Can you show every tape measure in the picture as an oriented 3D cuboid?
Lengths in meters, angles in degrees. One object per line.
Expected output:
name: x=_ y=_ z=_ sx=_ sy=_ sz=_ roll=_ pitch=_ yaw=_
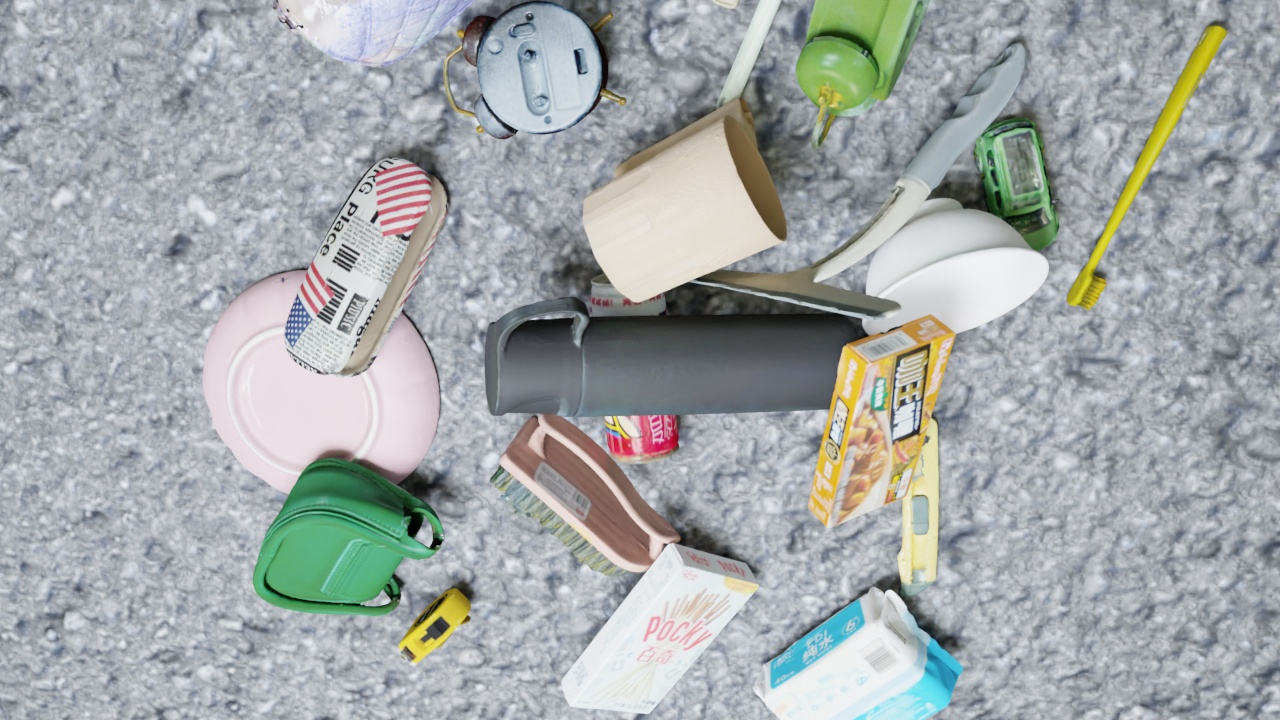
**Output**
tape measure: x=-0.162 y=0.214 z=0.745 sx=0.057 sy=0.060 sz=0.029 roll=-41 pitch=96 yaw=11

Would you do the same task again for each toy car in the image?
toy car: x=0.249 y=-0.112 z=0.605 sx=0.043 sy=0.036 sz=0.091 roll=-16 pitch=108 yaw=10

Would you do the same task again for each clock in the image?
clock: x=-0.074 y=-0.192 z=0.612 sx=0.122 sy=0.055 sz=0.082 roll=-6 pitch=106 yaw=10
clock: x=0.137 y=-0.204 z=0.551 sx=0.056 sy=0.116 sz=0.161 roll=22 pitch=105 yaw=12

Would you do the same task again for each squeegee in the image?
squeegee: x=0.163 y=-0.109 z=0.575 sx=0.246 sy=0.247 sz=0.039 roll=-43 pitch=112 yaw=-10

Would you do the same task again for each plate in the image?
plate: x=-0.254 y=0.028 z=0.710 sx=0.192 sy=0.039 sz=0.192 roll=2 pitch=107 yaw=7

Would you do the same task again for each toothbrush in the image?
toothbrush: x=0.092 y=-0.249 z=0.592 sx=0.029 sy=0.020 sz=0.190 roll=25 pitch=109 yaw=6
toothbrush: x=0.331 y=-0.121 z=0.600 sx=0.016 sy=0.015 sz=0.190 roll=19 pitch=108 yaw=-3

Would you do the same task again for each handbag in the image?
handbag: x=-0.122 y=-0.263 z=0.555 sx=0.194 sy=0.134 sz=0.075 roll=-34 pitch=100 yaw=15
handbag: x=-0.225 y=0.144 z=0.707 sx=0.120 sy=0.067 sz=0.132 roll=24 pitch=126 yaw=-16

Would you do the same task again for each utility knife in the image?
utility knife: x=0.207 y=0.098 z=0.687 sx=0.031 sy=0.019 sz=0.178 roll=-4 pitch=102 yaw=3

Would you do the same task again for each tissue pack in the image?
tissue pack: x=0.165 y=0.246 z=0.709 sx=0.140 sy=0.063 sz=0.090 roll=-40 pitch=96 yaw=15

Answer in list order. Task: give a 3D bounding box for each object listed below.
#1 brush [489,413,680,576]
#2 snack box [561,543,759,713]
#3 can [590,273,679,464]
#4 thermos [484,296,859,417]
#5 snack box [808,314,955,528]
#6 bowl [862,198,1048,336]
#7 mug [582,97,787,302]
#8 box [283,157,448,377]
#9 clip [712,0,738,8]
brush: x=-0.039 y=0.105 z=0.693 sx=0.145 sy=0.063 sz=0.073 roll=43 pitch=117 yaw=-7
snack box: x=0.014 y=0.214 z=0.718 sx=0.084 sy=0.027 sz=0.157 roll=22 pitch=113 yaw=-36
can: x=-0.004 y=0.004 z=0.662 sx=0.053 sy=0.053 sz=0.133 roll=-4 pitch=106 yaw=8
thermos: x=0.025 y=-0.003 z=0.595 sx=0.242 sy=0.068 sz=0.090 roll=-1 pitch=145 yaw=-18
snack box: x=0.161 y=0.044 z=0.622 sx=0.075 sy=0.026 sz=0.154 roll=-17 pitch=133 yaw=-22
bowl: x=0.195 y=-0.066 z=0.602 sx=0.118 sy=0.118 sz=0.064 roll=-18 pitch=66 yaw=12
mug: x=0.027 y=-0.107 z=0.589 sx=0.104 sy=0.124 sz=0.084 roll=-23 pitch=135 yaw=23
box: x=-0.198 y=-0.068 z=0.639 sx=0.075 sy=0.077 sz=0.163 roll=28 pitch=91 yaw=4
clip: x=0.070 y=-0.276 z=0.577 sx=0.034 sy=0.060 sz=0.097 roll=19 pitch=97 yaw=0
